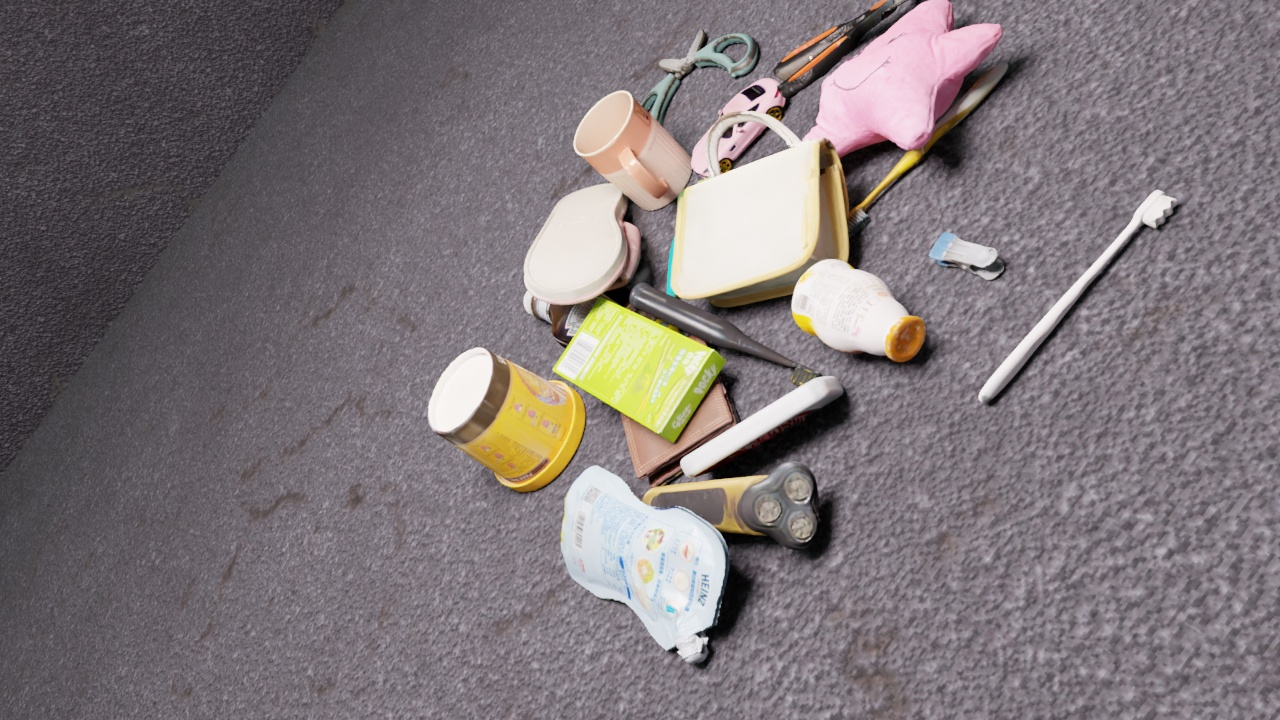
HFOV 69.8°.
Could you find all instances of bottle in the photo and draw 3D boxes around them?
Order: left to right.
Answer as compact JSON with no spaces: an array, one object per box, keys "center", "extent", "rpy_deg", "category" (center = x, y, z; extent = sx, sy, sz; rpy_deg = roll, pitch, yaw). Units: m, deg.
[{"center":[-0.062,-0.047,0.960],"extent":[0.195,0.044,0.079],"rpy_deg":[20,74,52],"category":"bottle"},{"center":[0.165,-0.035,0.694],"extent":[0.063,0.063,0.108],"rpy_deg":[-53,37,2],"category":"bottle"}]

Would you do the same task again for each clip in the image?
[{"center":[0.244,-0.077,0.682],"extent":[0.025,0.036,0.058],"rpy_deg":[-53,34,-2],"category":"clip"}]

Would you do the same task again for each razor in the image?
[{"center":[0.031,-0.072,0.892],"extent":[0.043,0.028,0.132],"rpy_deg":[4,62,13],"category":"razor"},{"center":[0.061,0.111,0.699],"extent":[0.168,0.067,0.062],"rpy_deg":[-10,82,50],"category":"razor"}]

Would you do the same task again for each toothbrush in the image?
[{"center":[0.069,-0.022,0.794],"extent":[0.213,0.026,0.027],"rpy_deg":[29,82,40],"category":"toothbrush"},{"center":[0.235,-0.173,0.765],"extent":[0.191,0.016,0.018],"rpy_deg":[-46,49,11],"category":"toothbrush"},{"center":[0.288,-0.039,0.608],"extent":[0.180,0.016,0.016],"rpy_deg":[-49,44,5],"category":"toothbrush"}]

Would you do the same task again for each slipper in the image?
[{"center":[-0.055,-0.117,0.960],"extent":[0.114,0.054,0.273],"rpy_deg":[-13,29,8],"category":"slipper"}]

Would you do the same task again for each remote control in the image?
[{"center":[0.094,0.053,0.713],"extent":[0.136,0.055,0.020],"rpy_deg":[-34,75,24],"category":"remote control"}]

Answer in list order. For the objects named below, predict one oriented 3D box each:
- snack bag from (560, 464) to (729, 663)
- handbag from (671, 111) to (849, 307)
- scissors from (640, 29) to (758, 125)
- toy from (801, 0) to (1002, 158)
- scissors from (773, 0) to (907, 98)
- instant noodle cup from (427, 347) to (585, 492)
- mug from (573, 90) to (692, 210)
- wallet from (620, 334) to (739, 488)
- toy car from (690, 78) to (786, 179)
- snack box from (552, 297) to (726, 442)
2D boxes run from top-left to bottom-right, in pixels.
[{"center":[0.001,0.157,0.728],"extent":[0.191,0.038,0.110],"rpy_deg":[18,96,52],"category":"snack bag"},{"center":[0.105,-0.142,0.809],"extent":[0.164,0.063,0.178],"rpy_deg":[-12,71,45],"category":"handbag"},{"center":[0.055,-0.315,1.061],"extent":[0.171,0.019,0.170],"rpy_deg":[26,83,51],"category":"scissors"},{"center":[0.214,-0.241,0.788],"extent":[0.178,0.074,0.195],"rpy_deg":[-56,26,-11],"category":"toy"},{"center":[0.209,-0.312,0.863],"extent":[0.227,0.022,0.221],"rpy_deg":[-48,20,-28],"category":"scissors"},{"center":[-0.135,0.054,0.902],"extent":[0.119,0.114,0.118],"rpy_deg":[-27,45,31],"category":"instant noodle cup"},{"center":[-0.002,-0.212,0.969],"extent":[0.082,0.106,0.114],"rpy_deg":[-41,39,16],"category":"mug"},{"center":[0.032,0.039,0.808],"extent":[0.101,0.032,0.124],"rpy_deg":[-35,42,19],"category":"wallet"},{"center":[0.097,-0.240,0.944],"extent":[0.122,0.037,0.056],"rpy_deg":[-46,37,12],"category":"toy car"},{"center":[-0.005,0.005,0.814],"extent":[0.156,0.026,0.085],"rpy_deg":[27,82,44],"category":"snack box"}]
